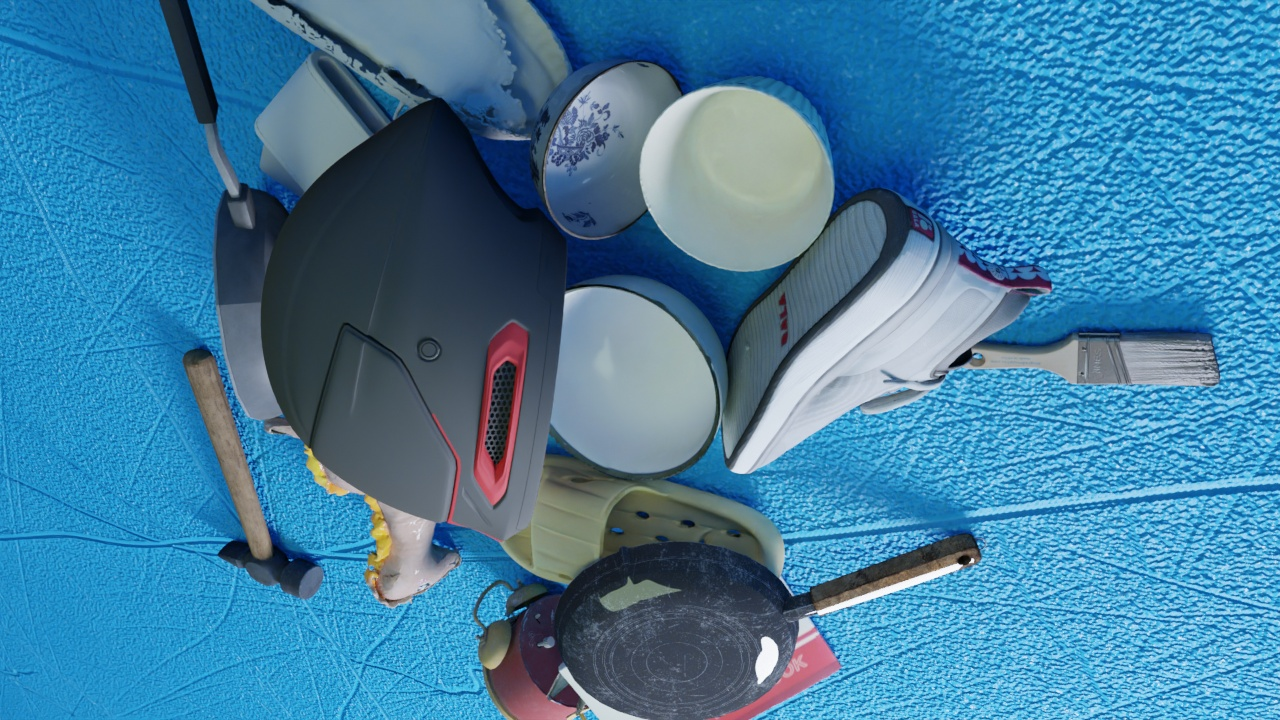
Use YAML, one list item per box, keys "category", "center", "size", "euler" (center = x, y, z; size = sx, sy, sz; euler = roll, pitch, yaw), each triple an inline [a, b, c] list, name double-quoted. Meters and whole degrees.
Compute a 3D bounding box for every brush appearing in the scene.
- category: "brush"
  center: [0.277, -0.002, 0.576]
  size: [0.151, 0.012, 0.039]
  euler: [1, 125, 25]

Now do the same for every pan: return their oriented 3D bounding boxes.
- category: "pan"
  center: [-0.274, -0.103, 0.638]
  size: [0.041, 0.178, 0.358]
  euler: [-5, 140, -11]
- category: "pan"
  center: [0.099, 0.205, 0.727]
  size: [0.357, 0.040, 0.208]
  euler: [-21, 121, 15]

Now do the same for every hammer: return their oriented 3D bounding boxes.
- category: "hammer"
  center: [-0.427, 0.122, 0.972]
  size: [0.129, 0.040, 0.322]
  euler: [15, 129, 18]

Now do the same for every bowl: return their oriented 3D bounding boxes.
- category: "bowl"
  center: [0.063, -0.118, 0.550]
  size: [0.115, 0.062, 0.115]
  euler: [12, 129, 15]
- category: "bowl"
  center: [-0.004, 0.004, 0.658]
  size: [0.153, 0.072, 0.154]
  euler: [13, 122, 21]
- category: "bowl"
  center: [-0.028, -0.135, 0.561]
  size: [0.045, 0.114, 0.114]
  euler: [38, 138, 33]

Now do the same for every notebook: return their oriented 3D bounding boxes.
- category: "notebook"
  center: [0.055, 0.272, 0.815]
  size: [0.209, 0.012, 0.153]
  euler: [-32, 109, 6]

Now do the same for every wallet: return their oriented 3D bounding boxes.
- category: "wallet"
  center: [-0.228, -0.146, 0.677]
  size: [0.116, 0.037, 0.118]
  euler: [-29, 106, 37]

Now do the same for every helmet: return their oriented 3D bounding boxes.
- category: "helmet"
  center: [-0.136, -0.022, 0.550]
  size: [0.170, 0.164, 0.265]
  euler: [8, 105, -10]

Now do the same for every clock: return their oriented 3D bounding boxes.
- category: "clock"
  center: [-0.093, 0.276, 0.887]
  size: [0.159, 0.116, 0.081]
  euler: [45, 127, -4]

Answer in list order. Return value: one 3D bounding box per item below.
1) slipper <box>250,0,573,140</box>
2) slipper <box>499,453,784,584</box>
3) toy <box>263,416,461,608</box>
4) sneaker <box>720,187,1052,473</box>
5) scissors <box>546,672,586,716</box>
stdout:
- category: "slipper"
  center: [-0.155, -0.212, 0.570]
  size: [0.247, 0.074, 0.112]
  euler: [27, 108, -2]
- category: "slipper"
  center: [-0.014, 0.150, 0.757]
  size: [0.262, 0.079, 0.111]
  euler: [9, 101, 13]
- category: "toy"
  center: [-0.243, 0.134, 0.835]
  size: [0.065, 0.195, 0.265]
  euler: [51, 135, 41]
- category: "sneaker"
  center: [0.139, 0.000, 0.598]
  size: [0.128, 0.096, 0.264]
  euler: [13, 143, -16]
- category: "scissors"
  center: [-0.035, 0.219, 0.817]
  size: [0.210, 0.015, 0.142]
  euler: [-44, 95, 4]
